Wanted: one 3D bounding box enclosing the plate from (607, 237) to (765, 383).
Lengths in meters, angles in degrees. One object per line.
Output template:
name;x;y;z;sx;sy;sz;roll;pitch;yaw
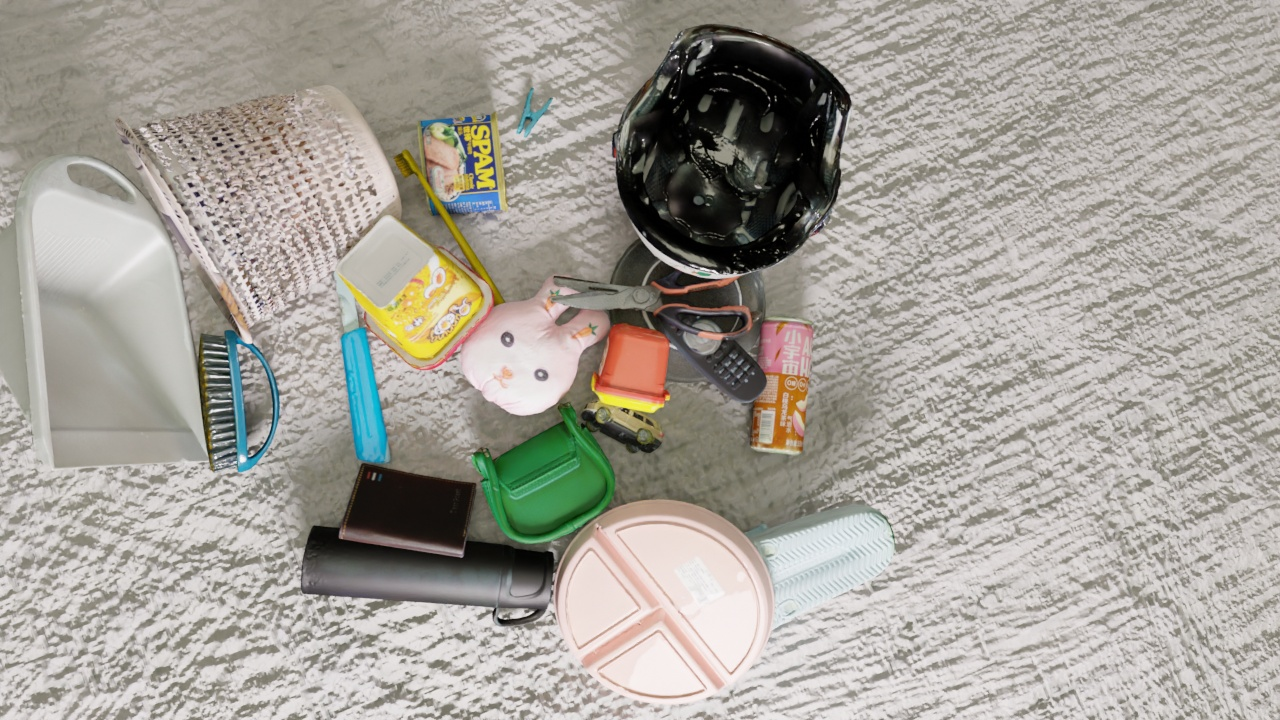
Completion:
plate;0.054;-0.065;1.011;0.179;0.024;0.179;1;85;-9

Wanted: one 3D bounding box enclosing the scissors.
scissors;0.018;-0.076;0.976;0.202;0.015;0.203;42;70;9

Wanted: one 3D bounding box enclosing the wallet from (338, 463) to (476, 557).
wallet;-0.232;0.151;0.928;0.122;0.020;0.096;11;40;-8

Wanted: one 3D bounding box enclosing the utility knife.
utility knife;-0.294;0.002;0.956;0.034;0.018;0.216;-9;87;-18

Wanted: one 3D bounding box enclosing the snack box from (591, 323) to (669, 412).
snack box;-0.006;0.006;0.956;0.082;0.091;0.080;12;96;-6

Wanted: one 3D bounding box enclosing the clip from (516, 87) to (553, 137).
clip;-0.120;-0.270;1.006;0.038;0.013;0.055;27;81;-5

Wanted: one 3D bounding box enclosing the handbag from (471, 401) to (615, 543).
handbag;-0.098;0.120;0.951;0.131;0.068;0.120;-29;93;-9

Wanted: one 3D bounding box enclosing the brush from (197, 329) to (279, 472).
brush;-0.402;0.040;0.921;0.073;0.055;0.144;-5;86;-24

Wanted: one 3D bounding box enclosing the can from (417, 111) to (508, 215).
can;-0.187;-0.206;0.969;0.083;0.057;0.102;-7;86;-7

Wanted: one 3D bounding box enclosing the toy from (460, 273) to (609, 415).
toy;-0.110;-0.019;0.971;0.121;0.054;0.159;45;75;-4

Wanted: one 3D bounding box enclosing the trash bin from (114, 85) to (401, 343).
trash bin;-0.348;-0.159;0.876;0.191;0.228;0.227;-32;91;-22

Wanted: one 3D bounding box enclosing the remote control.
remote control;0.077;-0.009;0.982;0.136;0.024;0.053;44;74;7

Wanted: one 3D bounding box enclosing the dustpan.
dustpan;-0.478;-0.048;0.836;0.142;0.222;0.257;-41;82;3

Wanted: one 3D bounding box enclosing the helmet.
helmet;0.084;-0.197;0.955;0.230;0.157;0.273;19;77;-1

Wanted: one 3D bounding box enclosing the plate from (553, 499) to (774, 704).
plate;0.022;0.253;0.938;0.229;0.028;0.230;1;104;6

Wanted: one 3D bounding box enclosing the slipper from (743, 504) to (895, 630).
slipper;0.148;0.218;0.974;0.245;0.074;0.104;-25;98;7

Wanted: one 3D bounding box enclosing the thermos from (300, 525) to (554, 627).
thermos;-0.213;0.224;0.930;0.242;0.068;0.090;8;104;-8

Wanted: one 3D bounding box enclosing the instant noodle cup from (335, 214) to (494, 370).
instant noodle cup;-0.226;-0.070;0.904;0.116;0.124;0.116;38;81;22

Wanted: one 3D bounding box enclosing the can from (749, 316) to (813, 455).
can;0.154;0.028;1.001;0.058;0.058;0.147;7;85;-8

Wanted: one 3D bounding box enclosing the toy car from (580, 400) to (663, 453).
toy car;-0.020;0.069;0.981;0.090;0.042;0.035;26;60;-11

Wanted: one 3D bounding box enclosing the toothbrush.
toothbrush;-0.195;-0.131;0.947;0.017;0.015;0.190;-26;115;10
